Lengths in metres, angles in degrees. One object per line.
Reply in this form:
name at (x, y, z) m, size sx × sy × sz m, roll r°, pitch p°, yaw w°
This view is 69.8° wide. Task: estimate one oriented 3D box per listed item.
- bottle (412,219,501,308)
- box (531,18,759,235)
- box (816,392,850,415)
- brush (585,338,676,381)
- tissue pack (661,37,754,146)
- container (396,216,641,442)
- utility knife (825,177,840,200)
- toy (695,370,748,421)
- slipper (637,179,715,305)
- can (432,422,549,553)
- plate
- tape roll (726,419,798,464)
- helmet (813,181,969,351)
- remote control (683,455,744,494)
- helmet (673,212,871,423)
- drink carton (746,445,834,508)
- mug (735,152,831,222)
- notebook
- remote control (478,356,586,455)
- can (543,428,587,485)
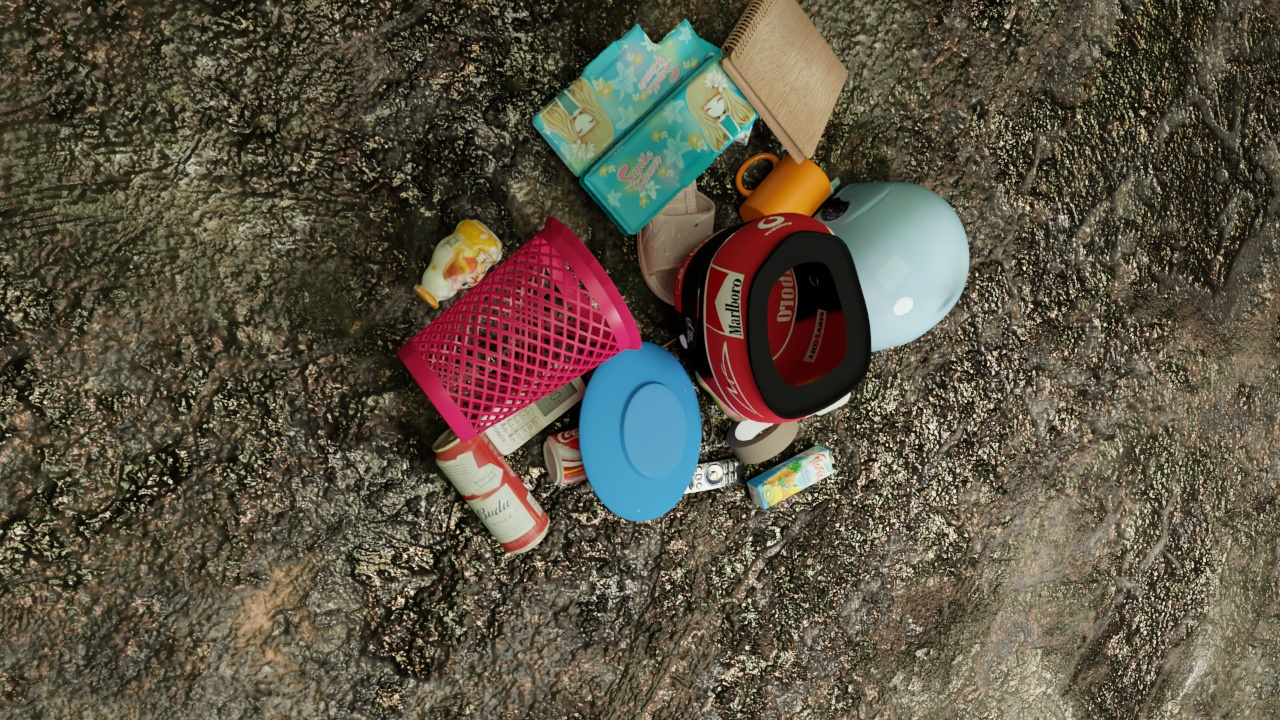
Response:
bottle at (-0.211, -0.109, 1.054) m, size 0.108 × 0.063 × 0.063 m, roll -48°, pitch 112°, yaw -10°
box at (0.010, -0.287, 1.078) m, size 0.226 × 0.039 × 0.182 m, roll -44°, pitch 109°, yaw -6°
box at (0.228, -0.024, 1.261) m, size 0.065 × 0.045 × 0.210 m, roll -28°, pitch 108°, yaw -15°
brush at (-0.007, 0.007, 1.181) m, size 0.126 × 0.017 × 0.048 m, roll -31°, pitch 108°, yaw -16°
tissue pack at (0.089, -0.337, 1.145) m, size 0.144 × 0.062 × 0.093 m, roll 19°, pitch 91°, yaw -23°
container at (-0.144, -0.024, 1.036) m, size 0.225 × 0.183 × 0.183 m, roll -36°, pitch 110°, yaw -10°
utility knife at (0.229, -0.211, 1.250) m, size 0.120 × 0.015 × 0.022 m, roll -40°, pitch 79°, yaw -14°
toy at (0.118, 0.027, 1.218) m, size 0.110 × 0.051 × 0.090 m, roll 29°, pitch 79°, yaw -20°
slipper at (0.044, -0.182, 1.150) m, size 0.094 × 0.064 × 0.239 m, roll -12°, pitch 101°, yaw -21°
can at (-0.179, 0.154, 1.105) m, size 0.067 × 0.067 × 0.170 m, roll -38°, pitch 110°, yaw -14°
plate at (0.012, 0.088, 1.144) m, size 0.224 × 0.024 × 0.224 m, roll 4°, pitch 84°, yaw -47°
tape roll at (0.162, 0.095, 1.224) m, size 0.093 × 0.094 × 0.030 m, roll -40°, pitch 111°, yaw -13°
helmet at (0.324, -0.124, 1.210) m, size 0.265 × 0.167 × 0.225 m, roll -41°, pitch 112°, yaw -22°
remote control at (0.073, 0.156, 1.237) m, size 0.151 × 0.020 × 0.041 m, roll -6°, pitch 99°, yaw -23°
helmet at (0.145, -0.057, 1.088) m, size 0.197 × 0.224 × 0.271 m, roll -26°, pitch 120°, yaw -14°
drink carton at (0.212, 0.161, 1.284) m, size 0.128 × 0.039 × 0.044 m, roll -24°, pitch 106°, yaw -18°
mug at (0.176, -0.220, 1.199) m, size 0.112 × 0.078 × 0.096 m, roll 41°, pitch 81°, yaw 6°
notebook at (0.182, -0.368, 1.145) m, size 0.169 × 0.022 × 0.209 m, roll 46°, pitch 48°, yaw -22°
remote control at (-0.133, 0.055, 1.132) m, size 0.138 × 0.025 × 0.060 m, roll -38°, pitch 110°, yaw -13°
can at (-0.064, 0.114, 1.149) m, size 0.104 × 0.064 × 0.064 m, roll -13°, pitch 103°, yaw -20°
